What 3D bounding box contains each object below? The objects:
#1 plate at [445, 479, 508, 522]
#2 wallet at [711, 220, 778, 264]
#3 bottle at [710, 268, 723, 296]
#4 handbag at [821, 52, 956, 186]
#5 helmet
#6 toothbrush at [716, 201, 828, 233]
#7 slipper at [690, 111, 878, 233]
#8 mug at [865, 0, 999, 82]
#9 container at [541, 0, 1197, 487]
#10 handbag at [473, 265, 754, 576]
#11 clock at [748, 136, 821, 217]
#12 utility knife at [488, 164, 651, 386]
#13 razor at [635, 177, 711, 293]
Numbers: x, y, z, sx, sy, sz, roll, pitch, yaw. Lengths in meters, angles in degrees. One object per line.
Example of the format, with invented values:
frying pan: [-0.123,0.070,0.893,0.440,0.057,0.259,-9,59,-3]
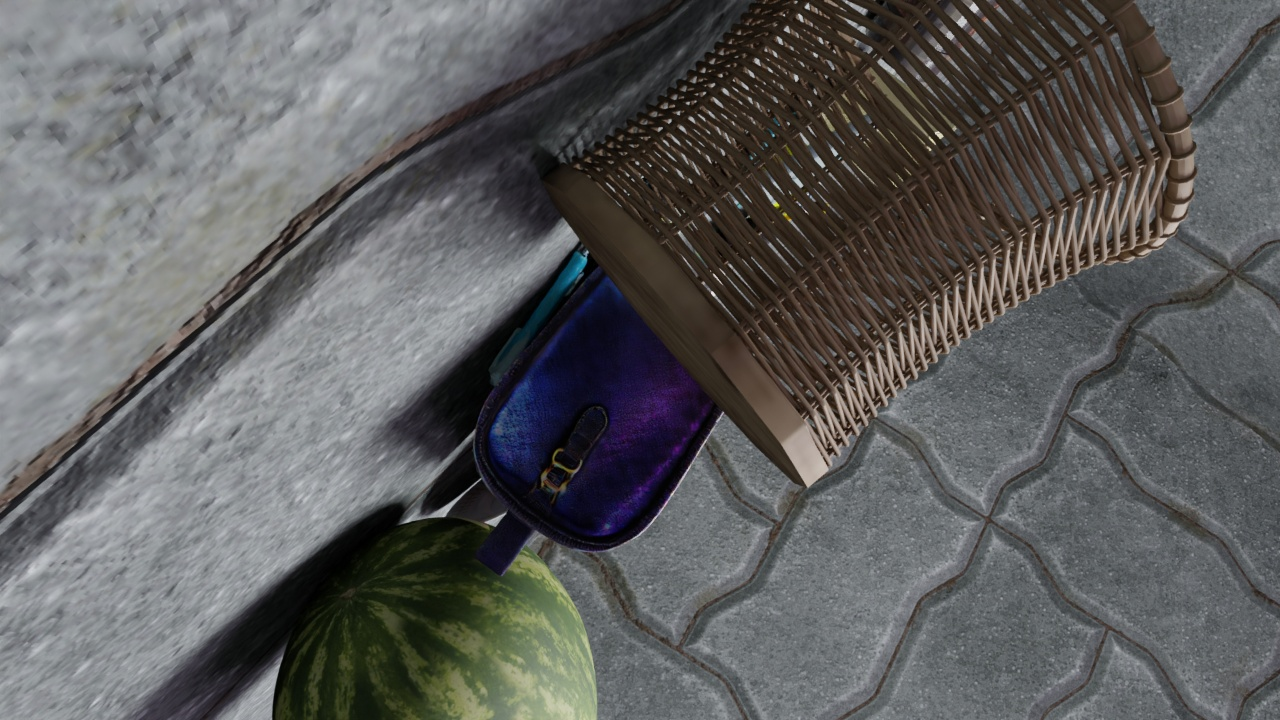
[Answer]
plate: [-0.078,0.094,0.868,0.242,0.016,0.242,-30,-171,5]
wallet: [0.059,-0.089,0.782,0.120,0.031,0.099,-16,-171,24]
bottle: [0.047,-0.078,0.903,0.051,0.051,0.146,-49,174,18]
handbag: [0.233,-0.234,0.892,0.081,0.119,0.111,-47,179,7]
helmet: [-0.149,0.238,0.688,0.247,0.213,0.242,57,33,-46]
toothbrush: [0.111,-0.125,0.852,0.197,0.030,0.031,-3,-109,64]
slipper: [0.095,-0.157,0.779,0.268,0.054,0.098,-32,172,-27]
mug: [0.252,-0.310,0.771,0.107,0.080,0.115,-51,-160,46]
container: [0.090,-0.074,0.433,0.196,0.227,0.227,-40,174,-1]
handbag: [-0.039,0.053,0.644,0.221,0.125,0.205,-54,-179,-11]
clock: [0.145,-0.175,0.932,0.118,0.057,0.083,-46,175,-24]
utility knife: [-0.044,-0.054,0.567,0.181,0.015,0.022,-52,180,22]
razor: [0.023,-0.081,0.632,0.054,0.067,0.151,-45,166,-10]
